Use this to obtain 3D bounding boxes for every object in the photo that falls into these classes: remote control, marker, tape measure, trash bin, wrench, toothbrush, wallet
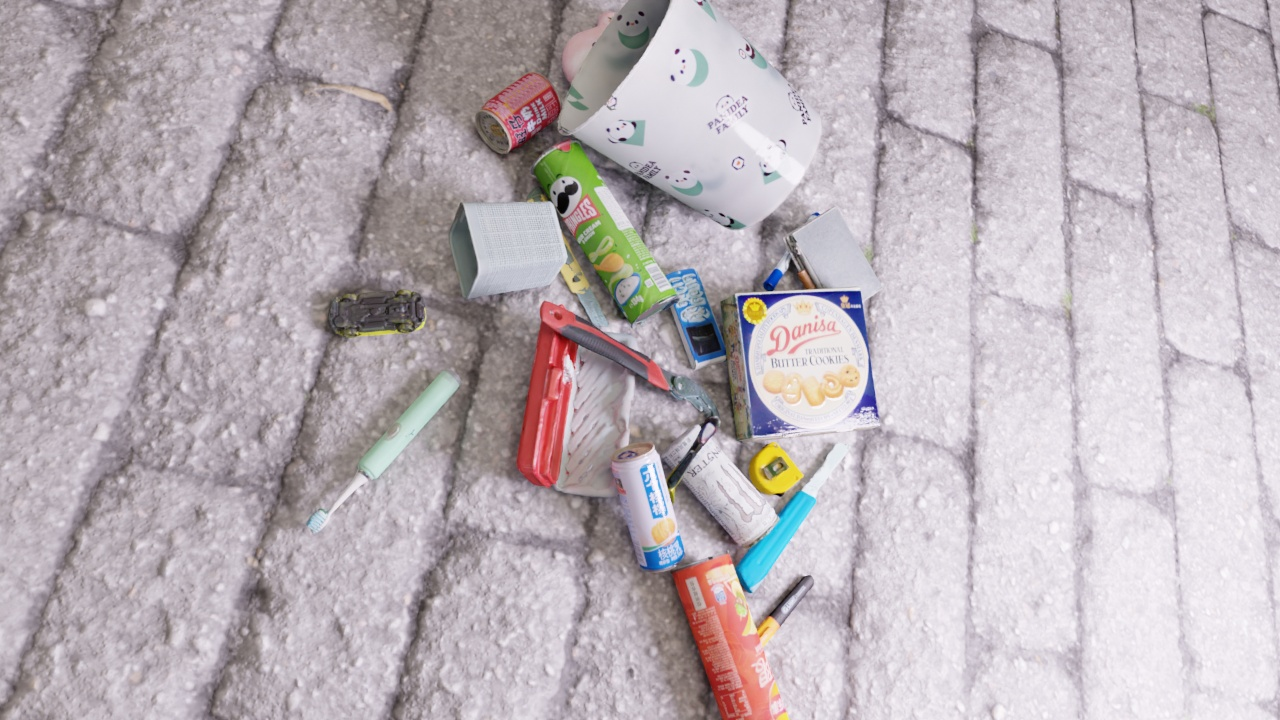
[{"bbox_3d":[0.066,-0.052,1.143,0.049,0.024,0.125,-15,79,-23],"label":"remote control"},{"bbox_3d":[0.161,0.292,1.055,0.123,0.015,0.018,-41,91,-28],"label":"marker"},{"bbox_3d":[0.205,-0.148,1.230,0.017,0.017,0.145,38,63,-3],"label":"marker"},{"bbox_3d":[0.161,0.133,1.106,0.057,0.029,0.060,-36,85,-26],"label":"tape measure"},{"bbox_3d":[0.067,-0.300,1.110,0.251,0.230,0.229,32,63,-25],"label":"trash bin"},{"bbox_3d":[-0.006,0.006,1.051,0.273,0.016,0.056,33,43,-28],"label":"wrench"},{"bbox_3d":[-0.270,0.094,0.974,0.026,0.027,0.224,20,58,33],"label":"toothbrush"},{"bbox_3d":[0.253,-0.127,1.226,0.106,0.037,0.129,-32,95,-25],"label":"wallet"}]

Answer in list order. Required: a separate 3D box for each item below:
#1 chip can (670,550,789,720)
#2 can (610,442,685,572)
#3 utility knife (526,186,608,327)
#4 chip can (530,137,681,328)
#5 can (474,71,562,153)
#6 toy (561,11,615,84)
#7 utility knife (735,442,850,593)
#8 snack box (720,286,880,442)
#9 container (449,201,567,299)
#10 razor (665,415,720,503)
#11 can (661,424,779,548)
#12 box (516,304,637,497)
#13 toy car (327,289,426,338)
[{"bbox_3d":[0.099,0.319,0.993,0.073,0.073,0.216,-15,76,-23],"label":"chip can"},{"bbox_3d":[0.008,0.160,1.001,0.053,0.053,0.134,-21,105,-24],"label":"can"},{"bbox_3d":[-0.091,-0.125,1.126,0.031,0.021,0.201,-24,84,-19],"label":"utility knife"},{"bbox_3d":[-0.043,-0.155,1.117,0.072,0.072,0.236,-30,82,-26],"label":"chip can"},{"bbox_3d":[-0.152,-0.306,1.138,0.066,0.067,0.093,45,63,1],"label":"can"},{"bbox_3d":[-0.037,-0.406,1.225,0.121,0.054,0.159,25,57,-9],"label":"toy"},{"bbox_3d":[0.188,0.180,1.102,0.034,0.018,0.233,43,65,2],"label":"utility knife"},{"bbox_3d":[0.198,0.003,1.142,0.177,0.046,0.182,-4,83,-20],"label":"snack box"},{"bbox_3d":[-0.153,-0.131,1.064,0.111,0.090,0.090,-9,74,-25],"label":"container"},{"bbox_3d":[0.047,0.120,1.025,0.042,0.022,0.143,34,105,1],"label":"razor"},{"bbox_3d":[0.092,0.145,1.061,0.058,0.058,0.146,-40,87,-27],"label":"can"},{"bbox_3d":[-0.064,0.044,1.024,0.100,0.110,0.201,2,67,12],"label":"box"},{"bbox_3d":[-0.291,-0.050,1.018,0.105,0.032,0.048,-5,72,-8],"label":"toy car"}]
